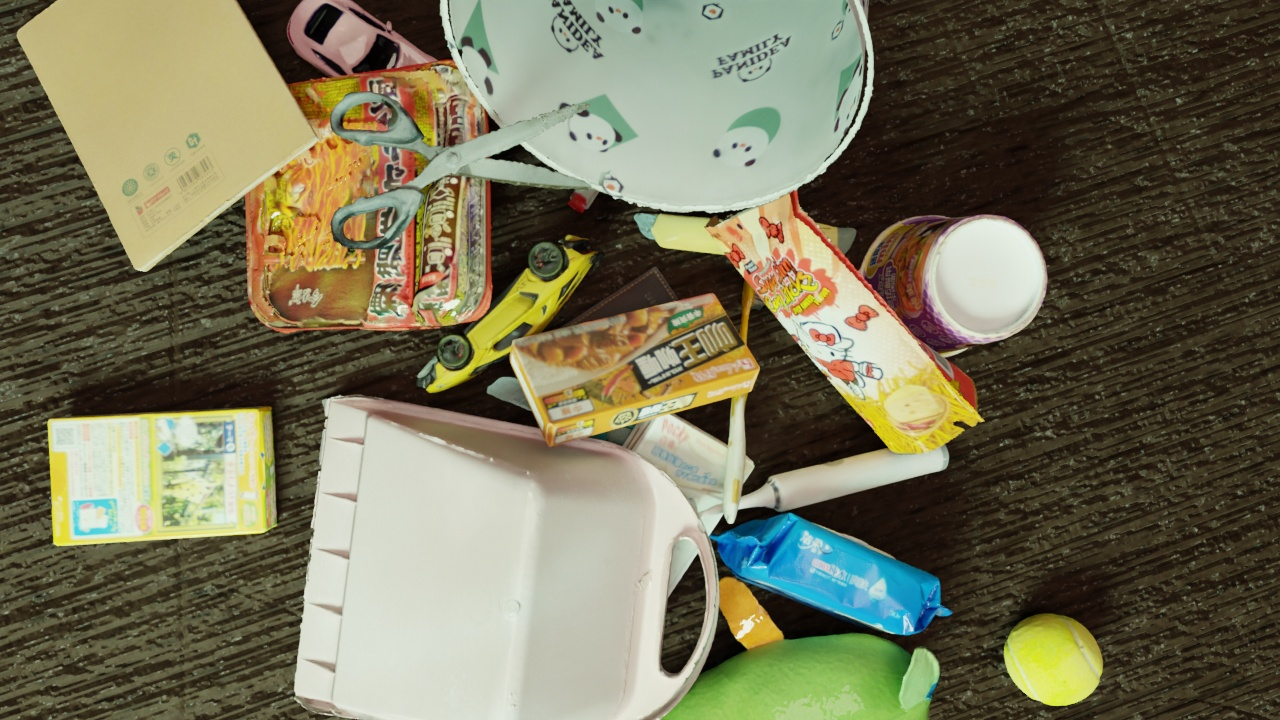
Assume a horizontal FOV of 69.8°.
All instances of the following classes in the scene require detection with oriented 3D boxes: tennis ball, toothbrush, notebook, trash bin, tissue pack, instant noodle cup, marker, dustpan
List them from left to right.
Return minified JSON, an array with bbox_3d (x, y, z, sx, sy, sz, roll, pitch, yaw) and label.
[{"bbox_3d":[-0.314,-0.181,0.601,0.148,0.008,0.207,-35,76,6],"label":"notebook"},{"bbox_3d":[-0.170,-0.100,0.603,0.189,0.079,0.164,0,90,20],"label":"instant noodle cup"},{"bbox_3d":[-0.095,0.151,0.627,0.274,0.138,0.222,9,91,38],"label":"dustpan"},{"bbox_3d":[-0.008,-0.170,0.667,0.017,0.017,0.145,33,88,-5],"label":"marker"},{"bbox_3d":[0.035,-0.257,0.542,0.229,0.230,0.251,20,61,-5],"label":"trash bin"},{"bbox_3d":[0.074,0.022,0.646,0.018,0.016,0.191,14,67,-16],"label":"toothbrush"},{"bbox_3d":[0.121,0.089,0.653,0.220,0.027,0.026,-11,78,-18],"label":"toothbrush"},{"bbox_3d":[0.129,0.147,0.645,0.157,0.095,0.052,23,76,-5],"label":"tissue pack"},{"bbox_3d":[0.224,-0.054,0.650,0.111,0.099,0.111,0,92,-6],"label":"instant noodle cup"},{"bbox_3d":[0.304,0.220,0.676,0.065,0.065,0.065,0,90,-6],"label":"tennis ball"}]

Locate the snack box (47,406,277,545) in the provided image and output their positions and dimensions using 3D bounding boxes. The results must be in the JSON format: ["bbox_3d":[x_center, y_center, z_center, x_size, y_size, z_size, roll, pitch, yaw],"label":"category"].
[{"bbox_3d":[-0.327,0.078,0.632,0.140,0.034,0.087,-3,91,-4],"label":"snack box"}]

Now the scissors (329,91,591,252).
[{"bbox_3d":[-0.115,-0.116,0.535,0.174,0.014,0.159,43,101,16],"label":"scissors"}]

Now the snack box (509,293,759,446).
[{"bbox_3d":[-0.004,0.004,0.616,0.153,0.026,0.075,-14,55,-21],"label":"snack box"}]

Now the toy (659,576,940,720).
[{"bbox_3d":[0.091,0.261,0.638,0.247,0.090,0.227,-21,95,6],"label":"toy"}]

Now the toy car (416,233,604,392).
[{"bbox_3d":[-0.090,-0.029,0.634,0.156,0.071,0.041,-43,90,-1],"label":"toy car"}]

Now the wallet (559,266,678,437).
[{"bbox_3d":[-0.013,0.003,0.668,0.122,0.020,0.096,-33,93,-6],"label":"wallet"}]

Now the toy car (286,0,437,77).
[{"bbox_3d":[-0.187,-0.209,0.640,0.122,0.037,0.056,34,89,-6],"label":"toy car"}]

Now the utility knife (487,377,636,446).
[{"bbox_3d":[-0.012,0.052,0.650,0.205,0.013,0.029,21,96,-18],"label":"utility knife"}]

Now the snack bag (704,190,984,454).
[{"bbox_3d":[0.137,-0.029,0.624,0.208,0.129,0.073,44,79,-13],"label":"snack bag"}]

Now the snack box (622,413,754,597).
[{"bbox_3d":[0.003,0.115,0.648,0.084,0.027,0.157,31,93,-21],"label":"snack box"}]

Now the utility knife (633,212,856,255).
[{"bbox_3d":[0.077,-0.092,0.676,0.165,0.018,0.031,5,86,-7],"label":"utility knife"}]
